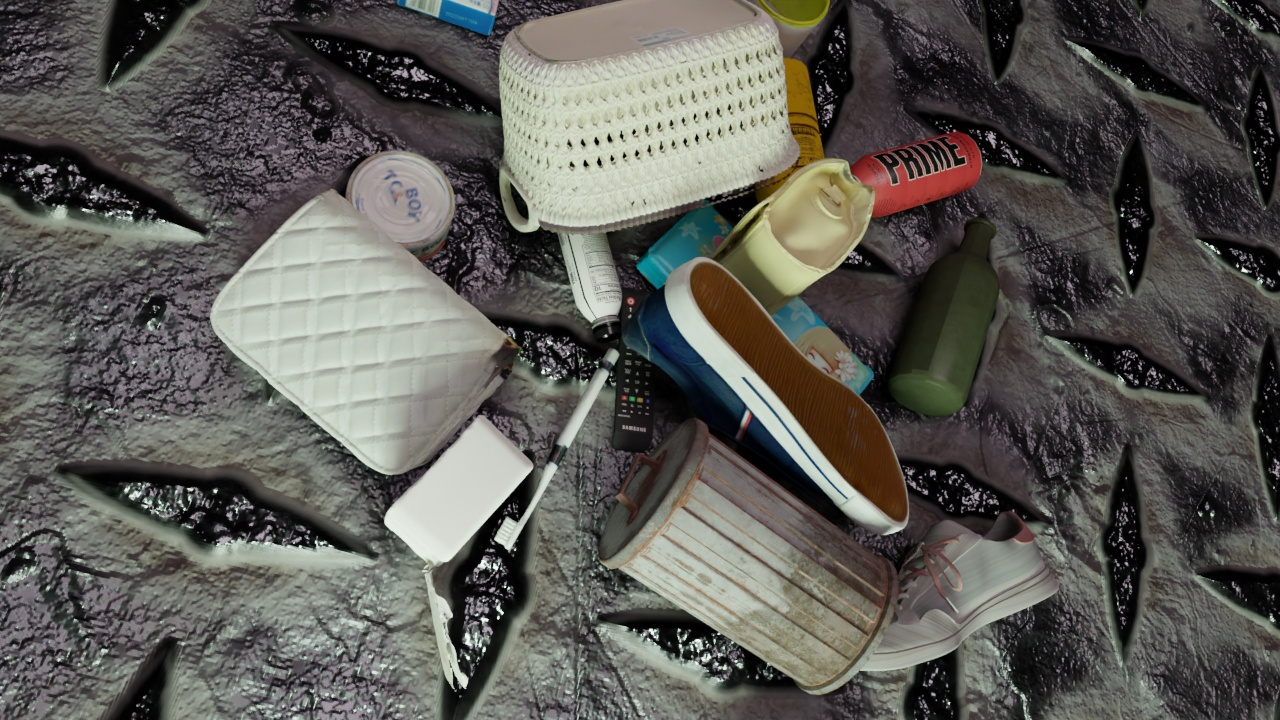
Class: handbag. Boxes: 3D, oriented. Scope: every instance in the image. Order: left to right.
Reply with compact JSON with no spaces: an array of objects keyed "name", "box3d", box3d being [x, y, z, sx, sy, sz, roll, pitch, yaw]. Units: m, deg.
[{"name":"handbag","box3d":[-0.203,-0.018,0.686,0.195,0.072,0.138,42,83,-3]},{"name":"handbag","box3d":[0.124,-0.103,0.769,0.081,0.119,0.111,42,65,-3]}]

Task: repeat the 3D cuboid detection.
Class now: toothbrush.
[{"name":"toothbrush","box3d":[-0.065,0.066,0.740,0.017,0.012,0.186,31,69,-5]}]

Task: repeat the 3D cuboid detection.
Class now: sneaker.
[{"name":"sneaker","box3d":[0.098,0.048,0.746,0.294,0.128,0.120,41,40,-18]},{"name":"sneaker","box3d":[0.249,0.187,0.775,0.235,0.099,0.089,-14,79,-30]}]

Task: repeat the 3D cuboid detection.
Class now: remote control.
[{"name":"remote control","box3d":[-0.005,0.005,0.785,0.033,0.015,0.146,9,70,-17]}]

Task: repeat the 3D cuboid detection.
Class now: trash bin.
[{"name":"trash bin","box3d":[0.076,0.146,0.707,0.211,0.131,0.130,35,65,-8]}]

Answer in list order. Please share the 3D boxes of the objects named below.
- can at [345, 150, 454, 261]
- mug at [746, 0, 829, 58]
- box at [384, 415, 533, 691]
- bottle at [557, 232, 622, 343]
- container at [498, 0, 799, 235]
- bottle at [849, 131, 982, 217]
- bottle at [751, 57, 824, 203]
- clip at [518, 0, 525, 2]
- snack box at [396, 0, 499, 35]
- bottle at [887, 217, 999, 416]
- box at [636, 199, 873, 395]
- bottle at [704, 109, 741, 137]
[{"name":"can","box3d":[-0.195,-0.124,0.744,0.086,0.043,0.086,5,73,-18]},{"name":"mug","box3d":[0.121,-0.328,0.887,0.082,0.106,0.082,6,71,-18]},{"name":"box","box3d":[-0.139,0.132,0.647,0.101,0.112,0.188,23,72,-8]},{"name":"bottle","box3d":[-0.040,-0.072,0.783,0.041,0.041,0.116,-10,77,-22]},{"name":"container","box3d":[0.002,-0.205,0.746,0.251,0.143,0.184,-19,41,-15]},{"name":"bottle","box3d":[0.255,-0.180,0.912,0.176,0.062,0.062,-19,80,-24]},{"name":"bottle","box3d":[0.138,-0.196,0.870,0.071,0.071,0.163,-1,74,-20]},{"name":"clip","box3d":[-0.106,-0.364,0.863,0.013,0.033,0.051,16,68,-13]},{"name":"snack box","box3d":[-0.163,-0.382,0.844,0.088,0.033,0.154,14,69,-16]},{"name":"bottle","box3d":[0.300,-0.049,0.881,0.071,0.072,0.206,30,66,-8]},{"name":"box","box3d":[0.104,-0.035,0.827,0.227,0.040,0.094,46,63,-2]},{"name":"bottle","box3d":[0.060,-0.263,0.883,0.036,0.036,0.110,-23,82,-25]}]
